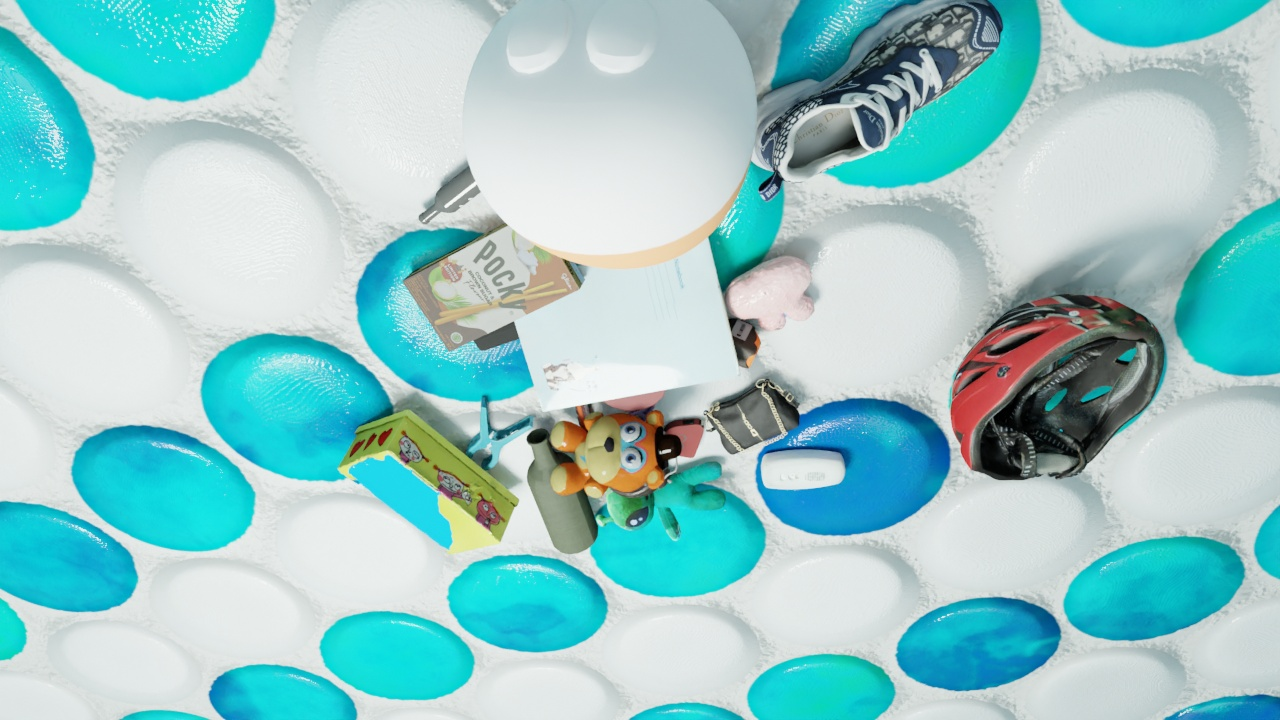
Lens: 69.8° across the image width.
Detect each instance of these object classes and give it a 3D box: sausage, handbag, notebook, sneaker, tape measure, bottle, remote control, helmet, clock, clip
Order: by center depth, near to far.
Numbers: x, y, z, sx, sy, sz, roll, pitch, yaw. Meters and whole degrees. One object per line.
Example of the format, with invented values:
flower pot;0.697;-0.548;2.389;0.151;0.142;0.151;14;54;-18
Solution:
sneaker;0.225;-0.246;0.884;0.270;0.132;0.103;-27;121;20
bottle;-0.202;-0.184;1.010;0.113;0.030;0.030;-31;122;24
helmet;0.476;0.028;1.072;0.217;0.166;0.273;3;136;-20
notebook;-0.024;-0.042;1.085;0.254;0.009;0.181;-11;107;15
tape measure;0.119;-0.025;1.111;0.058;0.058;0.038;26;128;9
remote control;-0.137;-0.045;1.129;0.147;0.015;0.033;-18;126;15
clock;-0.007;0.007;1.146;0.096;0.048;0.138;22;126;-16
handbag;0.144;0.072;1.200;0.129;0.054;0.079;-28;112;25
sausage;-0.077;0.061;1.211;0.020;0.020;0.155;-6;128;6
clip;0.004;0.073;1.224;0.051;0.014;0.045;-18;126;18
clock;-0.002;0.137;1.230;0.123;0.091;0.043;-11;169;22
tape measure;0.056;0.101;1.240;0.051;0.019;0.059;13;122;-6
clip;-0.194;0.110;1.252;0.103;0.027;0.120;27;124;-16
remote control;0.225;0.150;1.268;0.114;0.028;0.060;-5;128;5
bottle;-0.115;0.179;1.274;0.071;0.071;0.207;-9;128;8

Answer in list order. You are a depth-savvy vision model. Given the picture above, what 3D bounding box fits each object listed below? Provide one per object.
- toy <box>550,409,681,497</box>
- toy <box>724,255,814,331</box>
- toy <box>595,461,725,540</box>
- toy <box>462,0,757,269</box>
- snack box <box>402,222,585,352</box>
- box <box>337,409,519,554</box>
toy;-0.032;0.118;1.175;0.176;0.112;0.096;-7;160;12
toy;0.158;-0.074;1.079;0.108;0.053;0.105;-25;135;19
toy;0.022;0.187;1.283;0.193;0.072;0.130;-9;89;5
toy;-0.021;-0.212;0.850;0.263;0.265;0.281;5;159;16
snack box;-0.171;-0.093;1.066;0.186;0.031;0.101;-24;110;19
box;-0.287;0.168;1.253;0.125;0.079;0.221;-21;124;38
